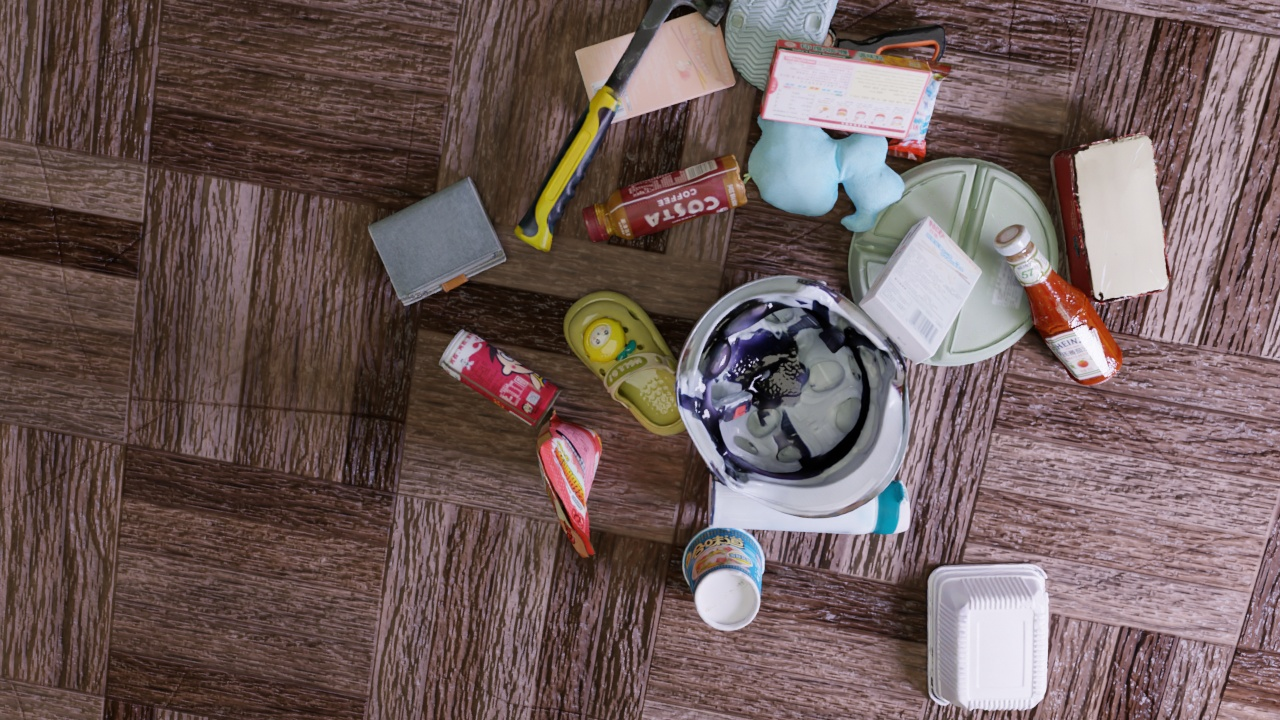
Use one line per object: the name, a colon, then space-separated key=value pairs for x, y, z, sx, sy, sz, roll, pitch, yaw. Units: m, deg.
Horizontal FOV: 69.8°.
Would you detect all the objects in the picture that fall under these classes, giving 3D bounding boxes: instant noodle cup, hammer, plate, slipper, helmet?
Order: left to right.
hammer: x=-0.043 y=-0.266 z=0.971 sx=0.126 sy=0.032 sz=0.324 roll=31 pitch=101 yaw=-3
slipper: x=-0.006 y=0.006 z=1.015 sx=0.092 sy=0.081 sz=0.190 roll=-39 pitch=97 yaw=5
instant noodle cup: x=0.095 y=0.248 z=1.032 sx=0.099 sy=0.109 sz=0.099 roll=1 pitch=99 yaw=4
helmet: x=0.154 y=0.030 z=0.977 sx=0.229 sy=0.145 sz=0.258 roll=-42 pitch=103 yaw=8
slipper: x=0.159 y=-0.393 z=0.925 sx=0.104 sy=0.074 sz=0.246 roll=21 pitch=121 yaw=7
plate: x=0.344 y=-0.106 z=1.004 sx=0.230 sy=0.027 sz=0.230 roll=1 pitch=100 yaw=3
instant noodle cup: x=0.405 y=0.326 z=1.053 sx=0.138 sy=0.060 sz=0.173 roll=-2 pitch=100 yaw=3

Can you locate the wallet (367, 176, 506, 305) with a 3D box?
wallet: x=-0.226 y=-0.130 z=1.027 sx=0.130 sy=0.037 sz=0.106 roll=-25 pitch=86 yaw=5

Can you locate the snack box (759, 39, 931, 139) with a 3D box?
snack box: x=0.206 y=-0.274 z=0.932 sx=0.156 sy=0.027 sz=0.077 roll=8 pitch=135 yaw=-3

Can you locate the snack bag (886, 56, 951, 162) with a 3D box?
snack bag: x=0.294 y=-0.265 z=0.974 sx=0.048 sy=0.026 sz=0.104 roll=8 pitch=118 yaw=-9

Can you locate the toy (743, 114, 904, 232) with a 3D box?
toy: x=0.189 y=-0.204 z=0.984 sx=0.156 sy=0.049 sz=0.161 roll=-22 pitch=99 yaw=14

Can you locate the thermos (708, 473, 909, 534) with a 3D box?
thermos: x=0.190 y=0.163 z=1.037 sx=0.224 sy=0.073 sz=0.073 roll=3 pitch=99 yaw=2

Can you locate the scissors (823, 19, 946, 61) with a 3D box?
scissors: x=0.213 y=-0.348 z=0.978 sx=0.221 sy=0.021 sz=0.230 roll=15 pitch=103 yaw=5

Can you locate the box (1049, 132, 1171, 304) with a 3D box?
box: x=0.498 y=-0.148 z=0.963 sx=0.091 sy=0.077 sz=0.168 roll=-12 pitch=99 yaw=5

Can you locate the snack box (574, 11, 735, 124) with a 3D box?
snack box: x=0.016 y=-0.315 z=0.989 sx=0.157 sy=0.026 sz=0.084 roll=-16 pitch=98 yaw=6

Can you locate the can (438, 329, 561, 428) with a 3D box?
can: x=-0.159 y=0.020 z=1.038 sx=0.133 sy=0.053 sz=0.053 roll=33 pitch=99 yaw=-2

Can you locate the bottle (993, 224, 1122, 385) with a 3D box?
bottle: x=0.436 y=-0.059 z=0.963 sx=0.060 sy=0.059 sz=0.206 roll=-41 pitch=113 yaw=8

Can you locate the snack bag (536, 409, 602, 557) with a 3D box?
snack bag: x=-0.077 y=0.118 z=0.972 sx=0.073 sy=0.207 sz=0.128 roll=-18 pitch=99 yaw=1

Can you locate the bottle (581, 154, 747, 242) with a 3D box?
bottle: x=0.025 y=-0.172 z=0.995 sx=0.175 sy=0.057 sz=0.057 roll=-16 pitch=98 yaw=6

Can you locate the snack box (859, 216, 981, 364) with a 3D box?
snack box: x=0.287 y=-0.074 z=0.933 sx=0.084 sy=0.156 sz=0.027 roll=45 pitch=142 yaw=-4
